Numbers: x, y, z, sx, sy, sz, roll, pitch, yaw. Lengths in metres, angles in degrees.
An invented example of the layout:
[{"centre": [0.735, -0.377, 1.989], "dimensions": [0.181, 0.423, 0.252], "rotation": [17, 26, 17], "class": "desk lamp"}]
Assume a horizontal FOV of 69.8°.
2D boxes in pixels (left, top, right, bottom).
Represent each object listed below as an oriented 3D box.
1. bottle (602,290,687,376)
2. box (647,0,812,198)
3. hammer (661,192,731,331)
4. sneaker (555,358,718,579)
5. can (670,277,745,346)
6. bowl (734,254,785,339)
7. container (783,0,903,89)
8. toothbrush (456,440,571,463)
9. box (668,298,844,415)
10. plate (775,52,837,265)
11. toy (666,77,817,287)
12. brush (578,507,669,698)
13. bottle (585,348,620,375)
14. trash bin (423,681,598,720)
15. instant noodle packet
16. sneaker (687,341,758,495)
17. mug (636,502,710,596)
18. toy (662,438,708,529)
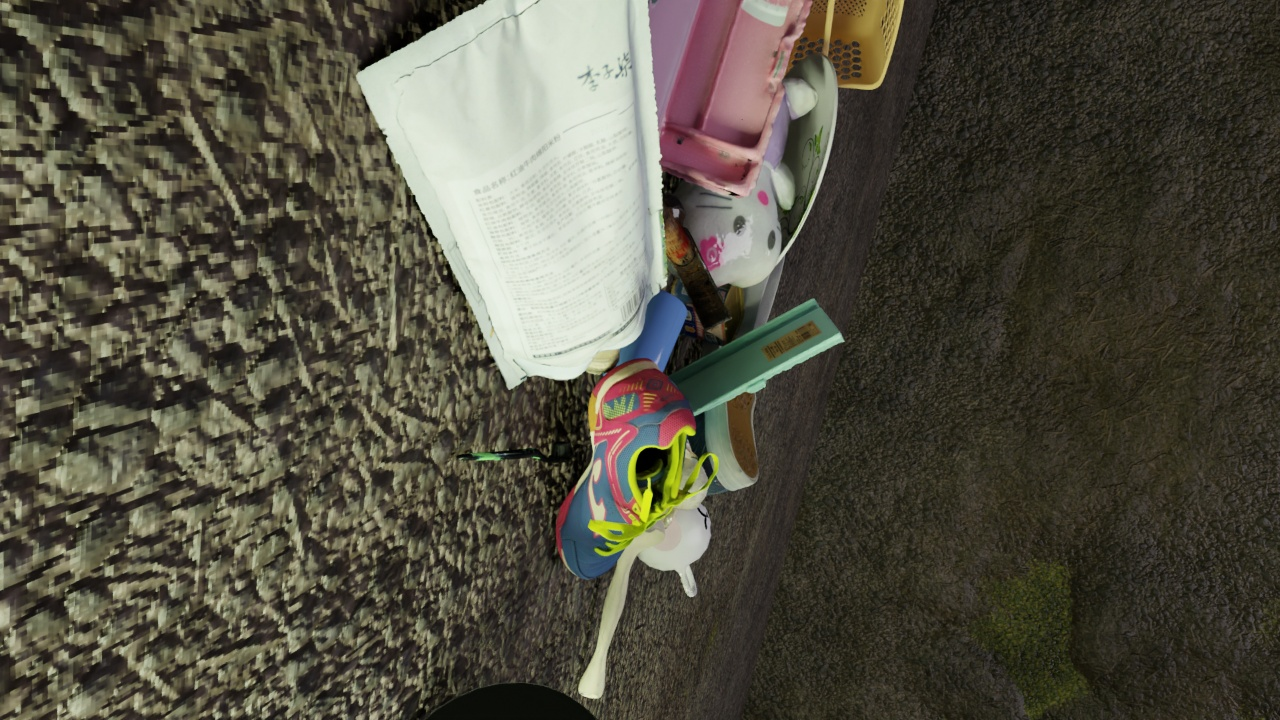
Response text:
[{"centre": [-0.005, 0.005, 0.777], "dimensions": [0.048, 0.048, 0.131], "rotation": [71, 39, -62], "class": "bottle"}, {"centre": [0.053, -0.260, 0.708], "dimensions": [0.172, 0.075, 0.233], "rotation": [20, 87, -42], "class": "box"}, {"centre": [-0.007, -0.120, 0.601], "dimensions": [0.033, 0.120, 0.330], "rotation": [-29, 157, 9], "class": "hammer"}, {"centre": [-0.013, 0.113, 0.731], "dimensions": [0.116, 0.091, 0.242], "rotation": [-22, 142, -33], "class": "sneaker"}, {"centre": [0.069, -0.057, 0.934], "dimensions": [0.100, 0.059, 0.053], "rotation": [73, 38, -61], "class": "can"}, {"centre": [0.114, -0.081, 1.034], "dimensions": [0.131, 0.064, 0.132], "rotation": [18, 89, -78], "class": "bowl"}, {"centre": [0.199, -0.364, 0.929], "dimensions": [0.184, 0.129, 0.166], "rotation": [87, 14, -48], "class": "container"}, {"centre": [-0.084, 0.064, 0.646], "dimensions": [0.188, 0.014, 0.017], "rotation": [19, 75, -73], "class": "toothbrush"}, {"centre": [0.104, 0.001, 0.919], "dimensions": [0.056, 0.187, 0.138], "rotation": [61, 6, 0], "class": "box"}, {"centre": [0.149, -0.186, 0.911], "dimensions": [0.229, 0.030, 0.229], "rotation": [-167, -89, -75], "class": "plate"}, {"centre": [0.080, -0.165, 0.816], "dimensions": [0.137, 0.086, 0.209], "rotation": [13, 91, -47], "class": "toy"}, {"centre": [-0.025, 0.245, 0.945], "dimensions": [0.077, 0.062, 0.273], "rotation": [-53, 160, -63], "class": "brush"}, {"centre": [-0.027, -0.045, 0.671], "dimensions": [0.042, 0.043, 0.110], "rotation": [-43, 146, -58], "class": "bottle"}, {"centre": [-0.074, 0.363, 0.657], "dimensions": [0.244, 0.217, 0.216], "rotation": [79, 31, -44], "class": "trash bin"}, {"centre": [-0.049, -0.088, 0.512], "dimensions": [0.146, 0.057, 0.270], "rotation": [-34, 150, -15], "class": "instant noodle packet"}, {"centre": [0.079, 0.058, 1.027], "dimensions": [0.087, 0.079, 0.235], "rotation": [49, 26, -28], "class": "sneaker"}, {"centre": [0.036, 0.196, 0.986], "dimensions": [0.076, 0.090, 0.124], "rotation": [4, 67, -81], "class": "mug"}, {"centre": [0.032, 0.114, 0.935], "dimensions": [0.050, 0.087, 0.112], "rotation": [-1, 120, -52], "class": "toy"}]
